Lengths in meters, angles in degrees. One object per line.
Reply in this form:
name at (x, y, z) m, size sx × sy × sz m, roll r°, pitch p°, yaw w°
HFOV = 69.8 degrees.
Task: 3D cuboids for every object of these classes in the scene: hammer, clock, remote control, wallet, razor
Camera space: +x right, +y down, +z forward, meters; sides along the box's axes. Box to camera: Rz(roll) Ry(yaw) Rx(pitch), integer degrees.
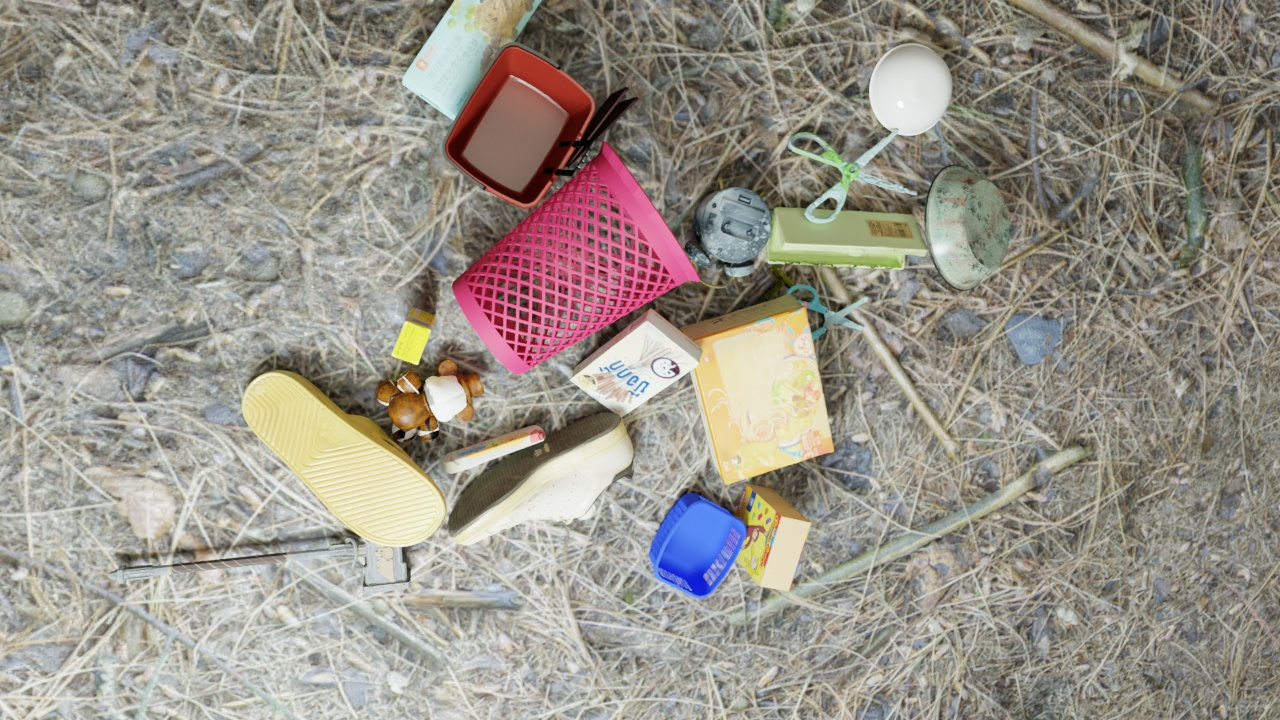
hammer at (-0.432, 0.228, 1.052) m, size 0.321 × 0.044 × 0.098 m, roll -4°, pitch 102°, yaw -12°
clock at (0.104, -0.149, 1.097) m, size 0.090 × 0.052 × 0.129 m, roll 16°, pitch 96°, yaw -16°
remote control at (-0.174, 0.105, 1.090) m, size 0.125 × 0.038 × 0.018 m, roll -19°, pitch 105°, yaw -9°
wallet at (-0.054, -0.251, 1.020) m, size 0.018 × 0.091 × 0.115 m, roll 40°, pitch 89°, yaw -18°
razor at (0.145, -0.066, 1.140) m, size 0.106 × 0.026 × 0.042 m, roll -46°, pitch 109°, yaw 3°

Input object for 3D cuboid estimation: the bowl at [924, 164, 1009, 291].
bowl at (0.411, -0.166, 1.134) m, size 0.157 × 0.039 × 0.157 m, roll 2°, pitch 87°, yaw -40°

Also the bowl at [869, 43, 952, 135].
bowl at (0.340, -0.333, 1.121) m, size 0.110 × 0.040 × 0.110 m, roll -2°, pitch 101°, yaw -13°

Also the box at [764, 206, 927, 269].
box at (0.249, -0.153, 1.132) m, size 0.188 × 0.089 × 0.077 m, roll 0°, pitch 81°, yaw -11°

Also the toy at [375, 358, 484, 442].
toy at (-0.238, 0.045, 1.055) m, size 0.112 × 0.067 × 0.087 m, roll -23°, pitch 105°, yaw -17°

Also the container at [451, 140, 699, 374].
container at (-0.079, -0.099, 1.012) m, size 0.226 × 0.183 × 0.183 m, roll -35°, pitch 106°, yaw 3°

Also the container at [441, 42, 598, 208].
container at (-0.121, -0.238, 0.947) m, size 0.127 × 0.201 × 0.148 m, roll 32°, pitch 92°, yaw -14°

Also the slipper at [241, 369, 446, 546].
slipper at (-0.333, 0.111, 1.038) m, size 0.263 × 0.078 × 0.099 m, roll 41°, pitch 87°, yaw 0°

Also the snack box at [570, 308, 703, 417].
snack box at (-0.006, 0.006, 1.069) m, size 0.082 × 0.026 × 0.150 m, roll 38°, pitch 133°, yaw -18°

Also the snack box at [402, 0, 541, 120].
snack box at (-0.180, -0.349, 0.992) m, size 0.075 × 0.053 × 0.174 m, roll 34°, pitch 91°, yaw -16°

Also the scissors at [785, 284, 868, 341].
scissors at (0.225, -0.042, 1.159) m, size 0.136 × 0.015 × 0.126 m, roll 19°, pitch 109°, yaw -24°

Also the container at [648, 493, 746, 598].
container at (0.069, 0.230, 1.161) m, size 0.096 × 0.058 × 0.114 m, roll 30°, pitch 93°, yaw -17°

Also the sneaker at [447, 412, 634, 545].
sneaker at (-0.110, 0.160, 1.099) m, size 0.241 × 0.089 × 0.102 m, roll -31°, pitch 116°, yaw -9°

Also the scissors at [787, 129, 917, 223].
scissors at (0.255, -0.225, 1.115) m, size 0.171 × 0.023 × 0.168 m, roll 20°, pitch 71°, yaw -1°

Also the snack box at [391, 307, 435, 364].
snack box at (-0.244, -0.028, 0.991) m, size 0.029 × 0.148 × 0.040 m, roll 22°, pitch 94°, yaw -13°

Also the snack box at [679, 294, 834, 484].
snack box at (0.142, 0.033, 1.122) m, size 0.145 × 0.080 × 0.195 m, roll -17°, pitch 111°, yaw -4°

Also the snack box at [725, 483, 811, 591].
snack box at (0.157, 0.217, 1.143) m, size 0.040 × 0.126 × 0.088 m, roll 14°, pitch 97°, yaw -15°
